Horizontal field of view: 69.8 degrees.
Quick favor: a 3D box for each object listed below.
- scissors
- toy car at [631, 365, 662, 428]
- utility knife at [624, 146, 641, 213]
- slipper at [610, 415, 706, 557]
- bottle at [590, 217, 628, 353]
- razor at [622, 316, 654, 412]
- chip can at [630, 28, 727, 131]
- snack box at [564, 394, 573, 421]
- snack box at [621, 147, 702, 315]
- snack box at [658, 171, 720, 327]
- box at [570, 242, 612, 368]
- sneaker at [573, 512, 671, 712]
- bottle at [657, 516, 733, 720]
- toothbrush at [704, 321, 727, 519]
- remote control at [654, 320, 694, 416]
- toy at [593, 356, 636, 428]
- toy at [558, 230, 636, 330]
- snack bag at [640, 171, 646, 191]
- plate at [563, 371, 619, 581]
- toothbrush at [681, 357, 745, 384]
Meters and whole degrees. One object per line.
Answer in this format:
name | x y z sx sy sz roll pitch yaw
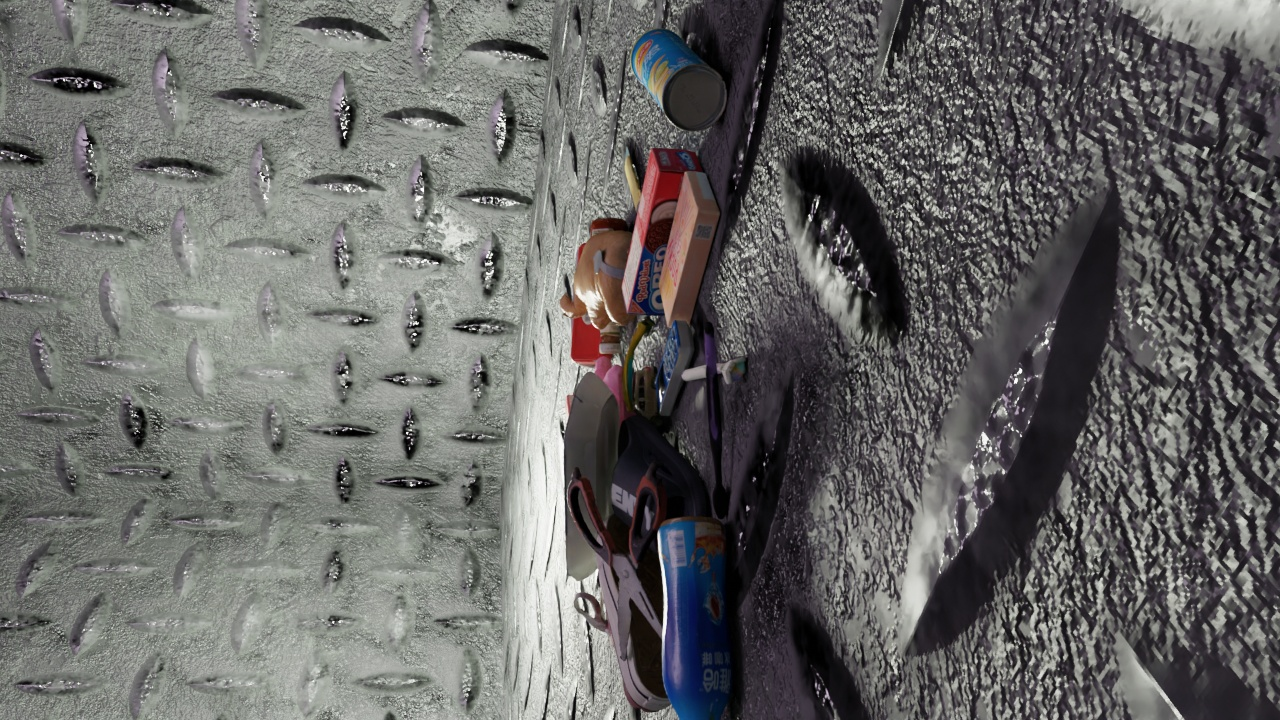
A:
scissors | -0.020 0.203 0.967 0.189 0.015 0.225 20 104 43
toy car | 0.008 0.054 1.159 0.042 0.035 0.090 136 134 -75
utility knife | -0.013 -0.272 1.379 0.178 0.019 0.031 -108 28 -45
slipper | -0.001 0.146 1.032 0.268 0.083 0.111 -128 40 -63
bottle | -0.047 -0.113 1.408 0.060 0.059 0.206 180 89 -78
razor | -0.007 0.007 1.203 0.043 0.028 0.132 125 158 -62
chip can | 0.039 -0.319 1.033 0.210 0.071 0.071 -108 25 -59
snack box | -0.074 0.109 1.423 0.152 0.075 0.026 -104 20 -54
snack box | 0.023 -0.148 1.094 0.058 0.057 0.208 -103 21 -46
snack box | 0.052 -0.121 1.024 0.084 0.026 0.158 -101 19 -49
box | -0.058 -0.089 1.496 0.095 0.100 0.201 -1 82 37
sneaker | -0.015 0.290 1.051 0.088 0.118 0.240 -50 39 36
bottle | 0.052 0.254 0.833 0.065 0.065 0.218 122 149 -66
toothbrush | 0.070 0.057 0.864 0.016 0.014 0.189 -65 -29 -82
remote control | 0.038 0.009 1.054 0.125 0.024 0.049 107 162 -49
toy | -0.039 0.088 1.272 0.194 0.074 0.178 -149 58 -76
toy | -0.057 -0.117 1.327 0.226 0.082 0.143 -5 76 65
snack bag | 0.019 -0.205 1.199 0.105 0.026 0.045 -105 25 -50
plate | -0.055 0.146 1.133 0.161 0.034 0.266 -56 -32 -67
toothbrush | 0.069 0.013 0.927 0.029 0.020 0.190 -57 8 -9
